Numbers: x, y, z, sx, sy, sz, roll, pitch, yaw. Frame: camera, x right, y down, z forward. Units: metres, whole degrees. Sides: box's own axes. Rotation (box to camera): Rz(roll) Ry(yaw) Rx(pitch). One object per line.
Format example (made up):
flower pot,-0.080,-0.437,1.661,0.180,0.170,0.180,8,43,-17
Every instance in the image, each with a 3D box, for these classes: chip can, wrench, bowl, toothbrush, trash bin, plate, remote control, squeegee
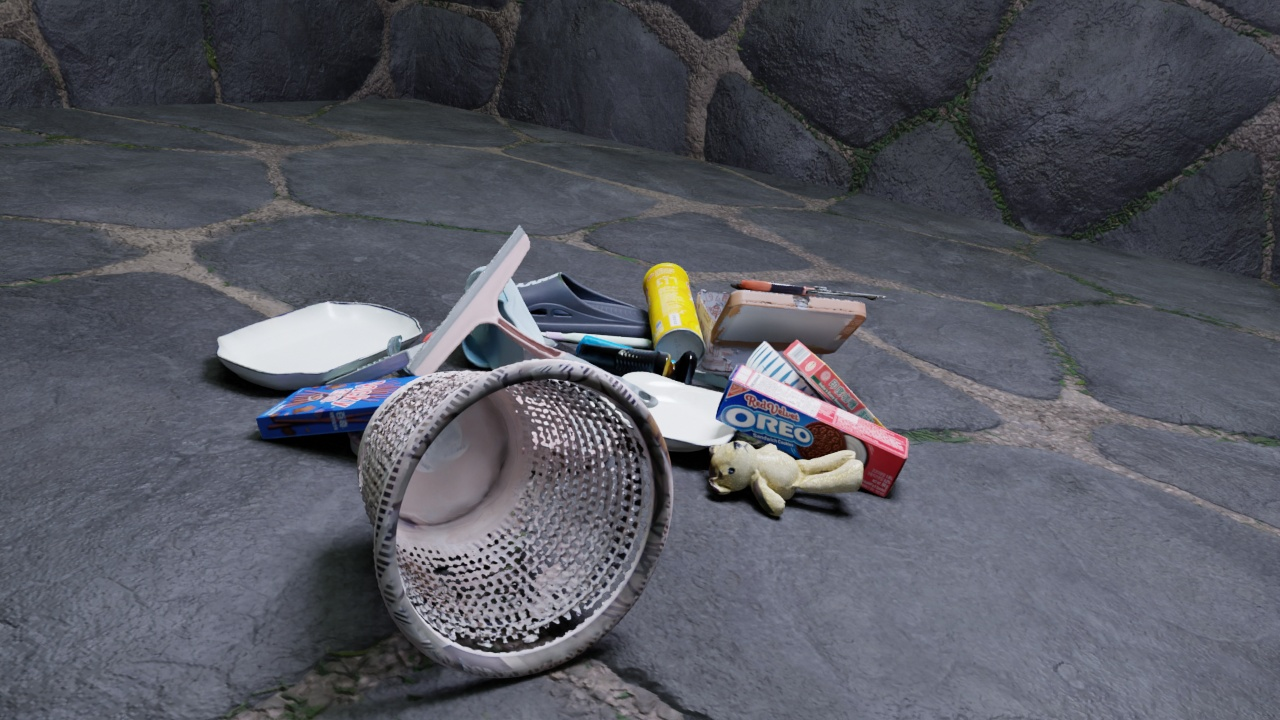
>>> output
chip can,0.046,-0.065,1.311,0.072,0.072,0.213,5,29,-8
wrench,-0.261,-0.032,1.187,0.016,0.056,0.272,-12,13,13
bowl,0.166,0.040,1.103,0.116,0.066,0.116,47,5,-6
toothbrush,-0.077,-0.034,1.297,0.189,0.029,0.020,6,63,-9
trash bin,-0.119,0.096,0.707,0.227,0.227,0.192,-5,13,-32
plate,0.034,0.065,1.059,0.164,0.034,0.164,15,22,16
plate,-0.383,-0.017,1.114,0.162,0.034,0.265,16,22,17
remote control,-0.283,0.007,1.011,0.135,0.019,0.056,-19,5,29
remote control,-0.146,-0.021,1.229,0.136,0.024,0.053,23,24,31
squeegee,-0.093,-0.006,1.032,0.249,0.040,0.246,30,52,1

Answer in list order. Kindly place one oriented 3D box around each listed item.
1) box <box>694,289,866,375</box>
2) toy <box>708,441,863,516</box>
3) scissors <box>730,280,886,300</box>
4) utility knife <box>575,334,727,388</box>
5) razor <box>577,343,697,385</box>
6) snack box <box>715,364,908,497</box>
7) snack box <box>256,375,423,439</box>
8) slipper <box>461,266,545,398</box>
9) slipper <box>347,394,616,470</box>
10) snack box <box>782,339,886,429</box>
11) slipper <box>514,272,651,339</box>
box,0.177,-0.040,1.260,0.178,0.125,0.274,5,-1,-9
toy,0.148,0.111,0.940,0.157,0.066,0.105,1,38,2
scissors,0.219,-0.094,1.231,0.196,0.015,0.205,6,3,-8
utility knife,0.016,0.006,1.217,0.216,0.034,0.018,15,32,12
razor,-0.007,0.007,1.186,0.168,0.062,0.067,10,-10,20
snack box,0.187,0.075,1.014,0.207,0.057,0.058,25,24,9
snack box,-0.296,0.047,0.928,0.157,0.026,0.084,-6,18,14
slipper,-0.183,-0.033,1.142,0.074,0.104,0.245,1,29,-29
slipper,-0.160,0.068,0.948,0.274,0.054,0.114,2,22,-11
snack box,0.235,0.045,1.078,0.156,0.027,0.077,43,5,-26
slipper,-0.105,-0.090,1.345,0.268,0.083,0.110,7,21,-11
